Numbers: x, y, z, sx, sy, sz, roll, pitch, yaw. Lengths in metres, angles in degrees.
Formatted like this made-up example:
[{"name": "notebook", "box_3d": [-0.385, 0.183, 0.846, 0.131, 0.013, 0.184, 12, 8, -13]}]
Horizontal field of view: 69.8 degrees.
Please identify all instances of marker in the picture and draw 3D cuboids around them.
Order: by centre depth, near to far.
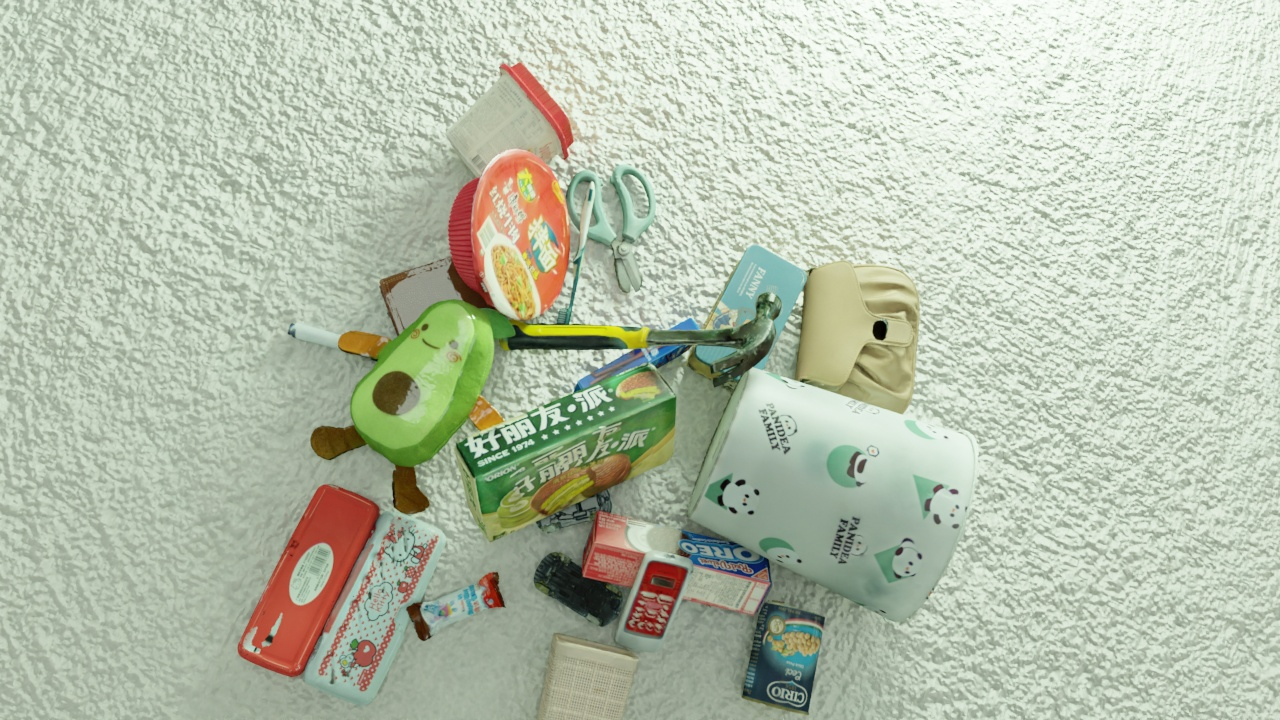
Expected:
[{"name": "marker", "box_3d": [-0.341, -0.017, 1.060, 0.130, 0.018, 0.022, 15, 84, -6]}]

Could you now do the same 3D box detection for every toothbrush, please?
[{"name": "toothbrush", "box_3d": [-0.078, -0.127, 1.119, 0.018, 0.016, 0.191, 9, 83, 5]}]

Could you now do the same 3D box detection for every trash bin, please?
[{"name": "trash bin", "box_3d": [0.201, 0.135, 1.014, 0.252, 0.230, 0.229, 23, 74, 2]}]

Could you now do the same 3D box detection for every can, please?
[{"name": "can", "box_3d": [0.161, 0.331, 1.029, 0.075, 0.075, 0.111, 16, 74, -5]}]

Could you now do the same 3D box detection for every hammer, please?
[{"name": "hammer", "box_3d": [-0.012, -0.025, 1.024, 0.324, 0.032, 0.125, 1, 41, 22]}]

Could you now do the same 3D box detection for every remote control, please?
[{"name": "remote control", "box_3d": [0.014, 0.266, 1.005, 0.056, 0.020, 0.136, 15, 117, -8]}]

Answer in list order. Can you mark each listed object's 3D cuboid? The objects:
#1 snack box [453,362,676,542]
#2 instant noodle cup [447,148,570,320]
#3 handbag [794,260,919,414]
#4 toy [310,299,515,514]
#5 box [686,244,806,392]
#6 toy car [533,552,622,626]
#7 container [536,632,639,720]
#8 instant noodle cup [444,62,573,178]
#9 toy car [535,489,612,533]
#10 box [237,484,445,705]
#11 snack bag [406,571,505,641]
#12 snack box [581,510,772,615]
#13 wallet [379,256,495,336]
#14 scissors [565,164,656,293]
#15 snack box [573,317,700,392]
[{"name": "snack box", "box_3d": [-0.077, 0.099, 1.003, 0.239, 0.115, 0.063, -22, 50, -20]}, {"name": "instant noodle cup", "box_3d": [-0.157, -0.143, 1.055, 0.066, 0.193, 0.193, 2, 73, 27]}, {"name": "handbag", "box_3d": [0.267, -0.025, 1.118, 0.147, 0.100, 0.204, 12, 71, -11]}, {"name": "toy", "box_3d": [-0.245, 0.035, 1.013, 0.227, 0.090, 0.246, 31, 86, 7]}, {"name": "box", "box_3d": [0.132, -0.055, 1.126, 0.090, 0.060, 0.184, 27, 76, -3]}, {"name": "toy car", "box_3d": [-0.069, 0.257, 1.031, 0.105, 0.031, 0.049, 32, 77, 1]}, {"name": "container", "box_3d": [-0.061, 0.359, 0.980, 0.090, 0.090, 0.110, 15, 77, -6]}, {"name": "instant noodle cup", "box_3d": [-0.160, -0.273, 1.108, 0.124, 0.116, 0.116, -39, 85, -5]}, {"name": "toy car", "box_3d": [-0.078, 0.169, 1.049, 0.090, 0.034, 0.043, -14, 82, -14]}, {"name": "box", "box_3d": [-0.318, 0.250, 0.989, 0.158, 0.038, 0.200, 24, 73, -4]}, {"name": "snack bag", "box_3d": [-0.200, 0.269, 1.008, 0.105, 0.026, 0.045, -20, 104, -14]}, {"name": "snack box", "box_3d": [0.041, 0.229, 1.029, 0.207, 0.058, 0.057, 15, 30, -7]}, {"name": "wallet", "box_3d": [-0.235, -0.065, 1.083, 0.124, 0.032, 0.101, -20, 84, -13]}, {"name": "scissors", "box_3d": [-0.041, -0.161, 1.144, 0.139, 0.019, 0.179, -1, 78, -10]}, {"name": "snack box", "box_3d": [-0.006, 0.006, 1.074, 0.157, 0.085, 0.026, -30, 83, -15]}]
